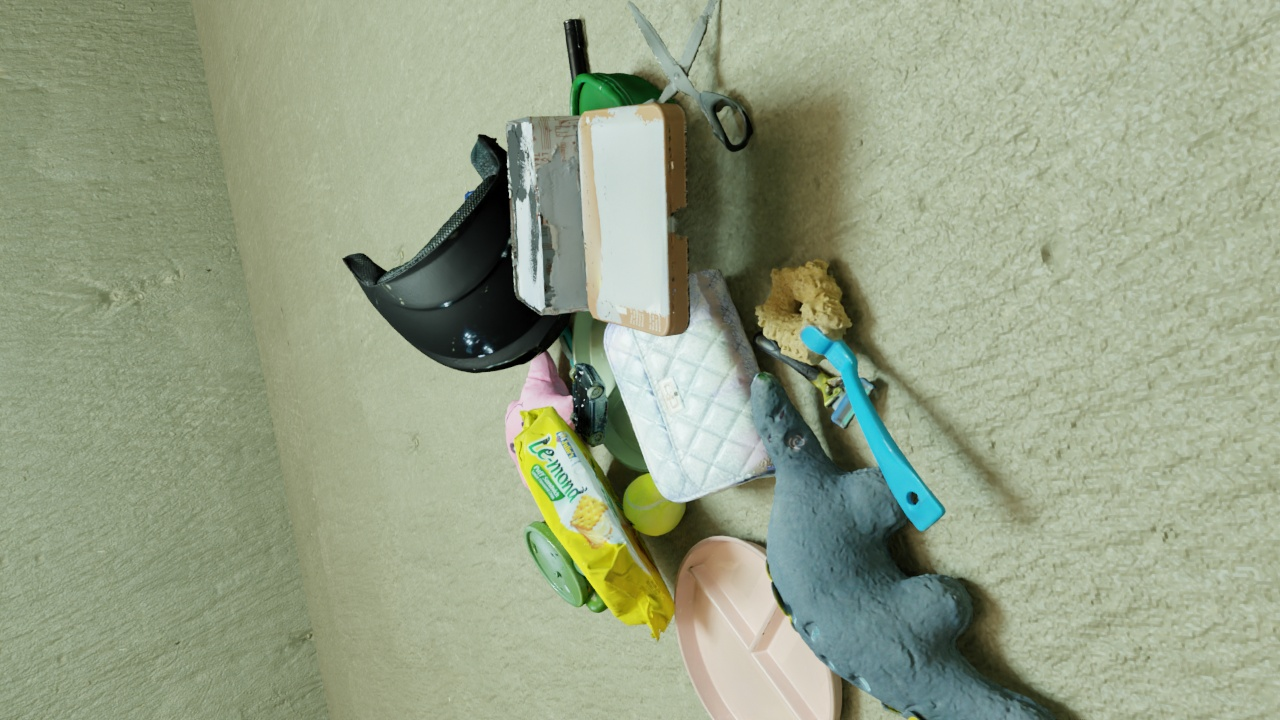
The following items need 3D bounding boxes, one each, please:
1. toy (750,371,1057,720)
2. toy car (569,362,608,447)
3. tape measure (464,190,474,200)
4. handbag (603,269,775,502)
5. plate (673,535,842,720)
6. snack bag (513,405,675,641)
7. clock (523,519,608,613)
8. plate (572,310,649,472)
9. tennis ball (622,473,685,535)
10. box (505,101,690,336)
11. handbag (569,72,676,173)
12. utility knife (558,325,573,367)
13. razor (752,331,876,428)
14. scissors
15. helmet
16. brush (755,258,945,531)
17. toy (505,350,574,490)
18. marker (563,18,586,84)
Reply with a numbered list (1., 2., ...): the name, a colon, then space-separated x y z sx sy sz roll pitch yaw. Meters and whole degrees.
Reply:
1. toy: 0.169 0.168 0.710 0.138 0.091 0.356 -53 56 34
2. toy car: -0.055 0.047 1.016 0.049 0.031 0.106 43 143 41
3. tape measure: -0.219 -0.208 1.255 0.058 0.025 0.054 4 104 60
4. handbag: 0.050 0.029 0.840 0.134 0.075 0.194 -27 80 32
5. plate: 0.110 0.279 0.885 0.230 0.028 0.230 21 116 52
6. snack bag: -0.052 0.171 0.974 0.246 0.068 0.158 55 177 45
7. clock: -0.075 0.242 1.104 0.161 0.056 0.116 30 143 41
8. plate: -0.006 0.006 0.987 0.230 0.027 0.230 19 113 53
9. tennis ball: 0.014 0.150 0.960 0.065 0.065 0.065 21 116 53
10. box: -0.046 -0.125 0.791 0.262 0.088 0.178 -149 54 -66
11. handbag: -0.021 -0.218 0.911 0.131 0.067 0.120 46 134 41
12. utility knife: -0.091 -0.024 1.121 0.029 0.013 0.193 -53 55 47
13. razor: 0.140 0.010 0.771 0.043 0.022 0.143 -55 40 4
14. scissors: 0.029 -0.249 0.818 0.159 0.014 0.177 -33 79 14
15. helmet: -0.180 -0.099 1.046 0.230 0.233 0.274 50 -178 -2
16. brush: 0.157 0.017 0.696 0.083 0.045 0.254 -56 41 35
17. toy: -0.118 0.088 1.134 0.195 0.074 0.178 -53 47 49
18. marker: -0.065 -0.305 1.001 0.022 0.020 0.132 -7 92 41
